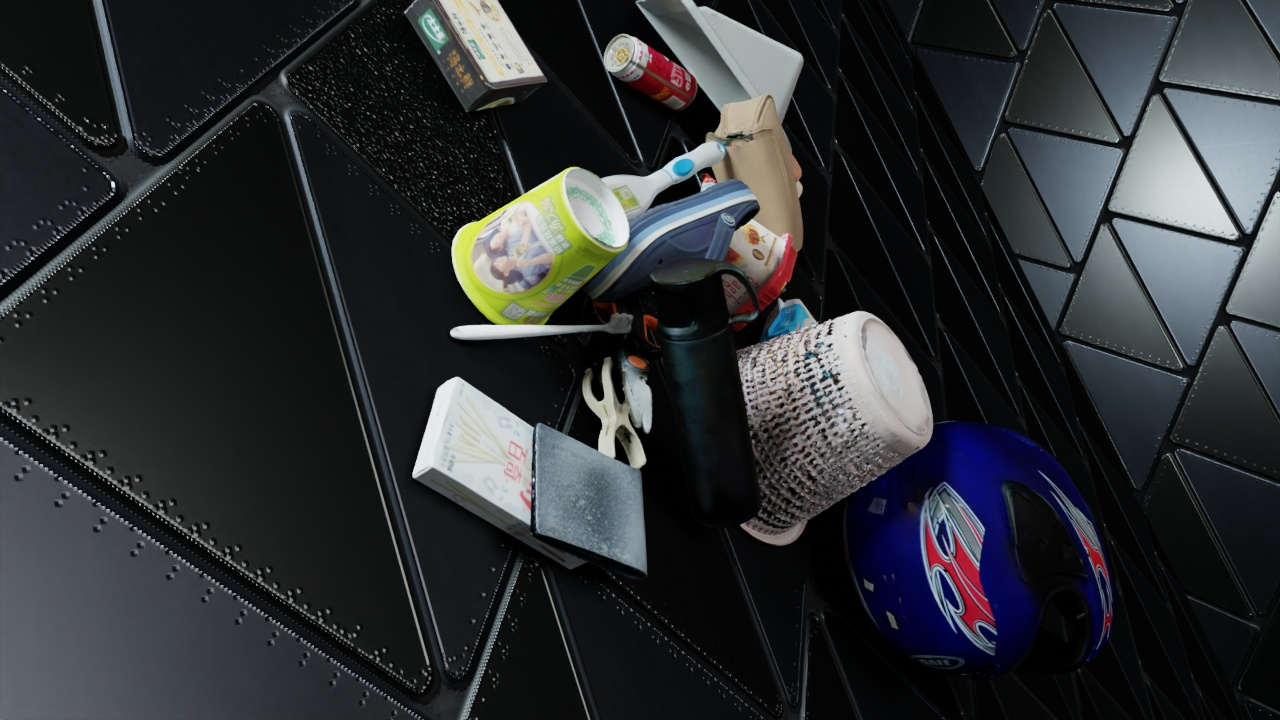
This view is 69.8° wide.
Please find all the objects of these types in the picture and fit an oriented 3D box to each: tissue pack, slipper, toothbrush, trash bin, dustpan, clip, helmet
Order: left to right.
[{"bbox_3d":[-0.079,-0.029,0.783,0.179,0.016,0.016,-5,35,-37],"label":"toothbrush"},{"bbox_3d":[-0.025,0.048,0.822,0.074,0.035,0.100,17,54,-48],"label":"clip"},{"bbox_3d":[0.038,-0.104,0.910,0.252,0.105,0.095,-33,84,-42],"label":"slipper"},{"bbox_3d":[0.112,-0.384,1.272,0.257,0.143,0.222,16,13,-18],"label":"dustpan"},{"bbox_3d":[0.205,-0.006,1.150,0.140,0.063,0.089,50,34,-16],"label":"tissue pack"},{"bbox_3d":[0.182,0.055,0.954,0.227,0.193,0.227,33,41,-35],"label":"trash bin"},{"bbox_3d":[0.360,0.229,1.018,0.239,0.248,0.315,-21,85,-30],"label":"helmet"}]

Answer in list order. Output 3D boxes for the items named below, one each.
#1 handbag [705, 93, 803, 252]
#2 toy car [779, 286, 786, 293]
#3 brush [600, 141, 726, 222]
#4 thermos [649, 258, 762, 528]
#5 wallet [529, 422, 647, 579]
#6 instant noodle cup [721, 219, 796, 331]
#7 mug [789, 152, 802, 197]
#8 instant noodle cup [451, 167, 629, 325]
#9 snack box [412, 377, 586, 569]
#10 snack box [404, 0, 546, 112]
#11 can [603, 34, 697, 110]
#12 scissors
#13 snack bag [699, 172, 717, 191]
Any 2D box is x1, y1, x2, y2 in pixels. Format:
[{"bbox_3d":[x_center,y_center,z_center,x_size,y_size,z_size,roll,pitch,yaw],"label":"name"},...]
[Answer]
[{"bbox_3d":[0.144,-0.221,1.155,0.147,0.100,0.204,-59,134,-60],"label":"handbag"},{"bbox_3d":[0.154,-0.100,1.184,0.105,0.031,0.049,-23,83,-59],"label":"toy car"},{"bbox_3d":[0.002,-0.175,0.966,0.060,0.110,0.313,52,30,0],"label":"brush"},{"bbox_3d":[0.070,0.031,0.816,0.068,0.090,0.243,-67,150,-60],"label":"thermos"},{"bbox_3d":[-0.040,0.110,0.717,0.120,0.019,0.097,32,40,-38],"label":"wallet"},{"bbox_3d":[0.100,-0.118,1.062,0.124,0.117,0.116,38,37,-11],"label":"instant noodle cup"},{"bbox_3d":[0.173,-0.258,1.263,0.106,0.115,0.081,47,64,-24],"label":"mug"},{"bbox_3d":[-0.078,-0.098,0.780,0.111,0.124,0.111,34,41,-35],"label":"instant noodle cup"},{"bbox_3d":[-0.096,0.088,0.700,0.156,0.027,0.084,38,39,-30],"label":"snack box"},{"bbox_3d":[-0.162,-0.308,0.896,0.113,0.053,0.125,58,33,-4],"label":"snack box"},{"bbox_3d":[0.014,-0.372,1.188,0.132,0.053,0.053,13,55,-49],"label":"can"},{"bbox_3d":[-0.021,-0.002,0.816,0.139,0.022,0.234,30,23,4],"label":"scissors"},{"bbox_3d":[0.093,-0.197,1.181,0.045,0.026,0.105,64,19,-49],"label":"snack bag"}]
